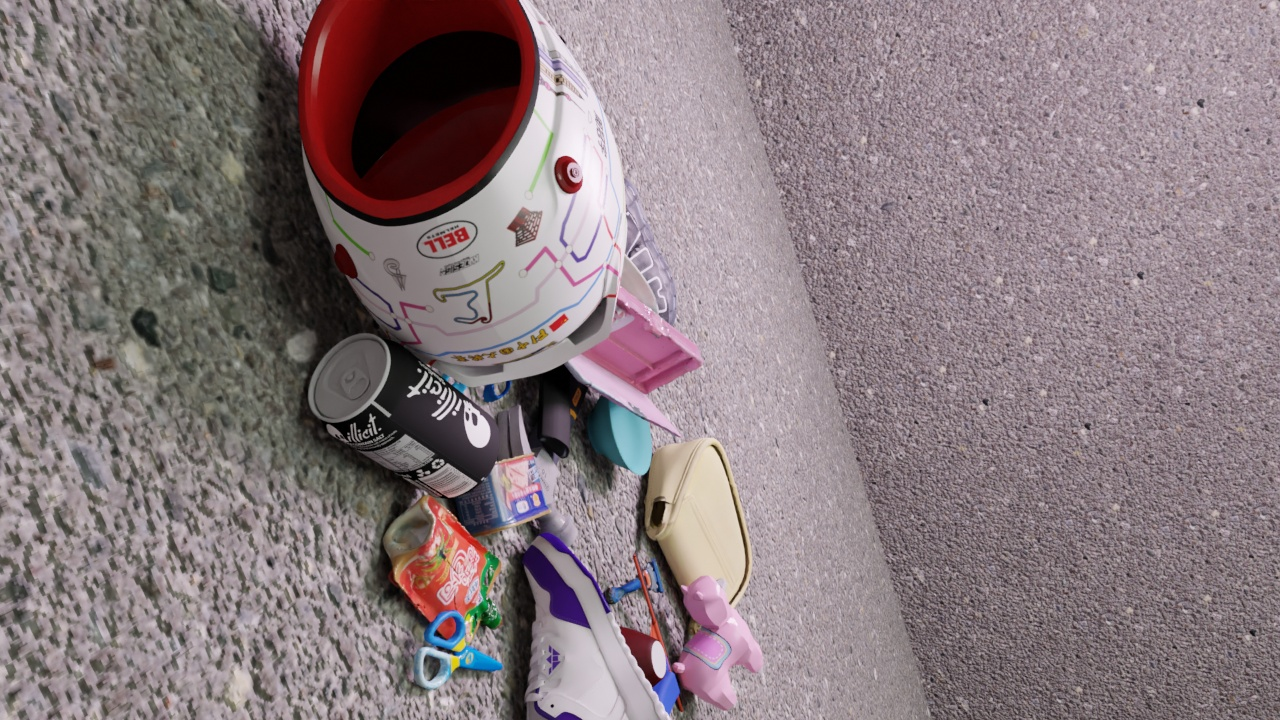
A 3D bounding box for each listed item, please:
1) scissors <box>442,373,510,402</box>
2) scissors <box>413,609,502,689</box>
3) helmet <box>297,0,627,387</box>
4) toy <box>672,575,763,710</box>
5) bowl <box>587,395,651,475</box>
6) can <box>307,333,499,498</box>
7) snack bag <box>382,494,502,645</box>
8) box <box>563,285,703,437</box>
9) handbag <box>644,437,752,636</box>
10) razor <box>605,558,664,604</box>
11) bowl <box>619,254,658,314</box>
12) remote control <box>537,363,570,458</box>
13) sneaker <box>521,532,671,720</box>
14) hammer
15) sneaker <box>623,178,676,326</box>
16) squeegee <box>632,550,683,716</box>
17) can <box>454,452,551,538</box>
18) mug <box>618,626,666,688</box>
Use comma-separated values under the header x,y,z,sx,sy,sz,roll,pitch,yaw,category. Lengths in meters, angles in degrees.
x,y,z,sx,sy,sz,roll,pitch,yaw,category
-0.135,-0.010,0.860,0.130,0.014,0.115,-57,152,-14,scissors
-0.141,0.237,0.736,0.126,0.023,0.061,47,55,-54,scissors
-0.131,-0.140,0.727,0.236,0.231,0.314,57,15,-65,helmet
0.089,0.353,1.153,0.123,0.067,0.157,-44,116,-22,toy
-0.032,0.082,1.104,0.121,0.046,0.121,-15,90,-70,bowl
-0.175,0.045,0.699,0.146,0.080,0.080,48,33,-51,can
-0.151,0.179,0.743,0.155,0.044,0.087,65,34,-44,snack bag
-0.007,0.009,1.016,0.232,0.099,0.112,36,29,-55,box
0.071,0.234,1.239,0.190,0.089,0.233,-49,123,-48,handbag
-0.009,0.264,1.079,0.140,0.018,0.044,6,68,-65,razor
-0.064,-0.088,1.058,0.057,0.177,0.177,-47,132,-17,bowl
-0.086,0.033,0.948,0.045,0.021,0.140,47,28,-42,remote control
-0.065,0.280,0.829,0.244,0.111,0.092,56,-18,25,sneaker
-0.082,0.055,1.010,0.139,0.035,0.311,62,23,-24,hammer
-0.036,-0.116,1.179,0.150,0.097,0.252,-21,95,-64,sneaker
0.014,0.366,1.011,0.184,0.055,0.250,-98,173,-63,squeegee
-0.125,0.120,0.821,0.099,0.054,0.059,-1,75,-70,can
-0.020,0.316,0.908,0.087,0.088,0.114,28,50,-63,mug
